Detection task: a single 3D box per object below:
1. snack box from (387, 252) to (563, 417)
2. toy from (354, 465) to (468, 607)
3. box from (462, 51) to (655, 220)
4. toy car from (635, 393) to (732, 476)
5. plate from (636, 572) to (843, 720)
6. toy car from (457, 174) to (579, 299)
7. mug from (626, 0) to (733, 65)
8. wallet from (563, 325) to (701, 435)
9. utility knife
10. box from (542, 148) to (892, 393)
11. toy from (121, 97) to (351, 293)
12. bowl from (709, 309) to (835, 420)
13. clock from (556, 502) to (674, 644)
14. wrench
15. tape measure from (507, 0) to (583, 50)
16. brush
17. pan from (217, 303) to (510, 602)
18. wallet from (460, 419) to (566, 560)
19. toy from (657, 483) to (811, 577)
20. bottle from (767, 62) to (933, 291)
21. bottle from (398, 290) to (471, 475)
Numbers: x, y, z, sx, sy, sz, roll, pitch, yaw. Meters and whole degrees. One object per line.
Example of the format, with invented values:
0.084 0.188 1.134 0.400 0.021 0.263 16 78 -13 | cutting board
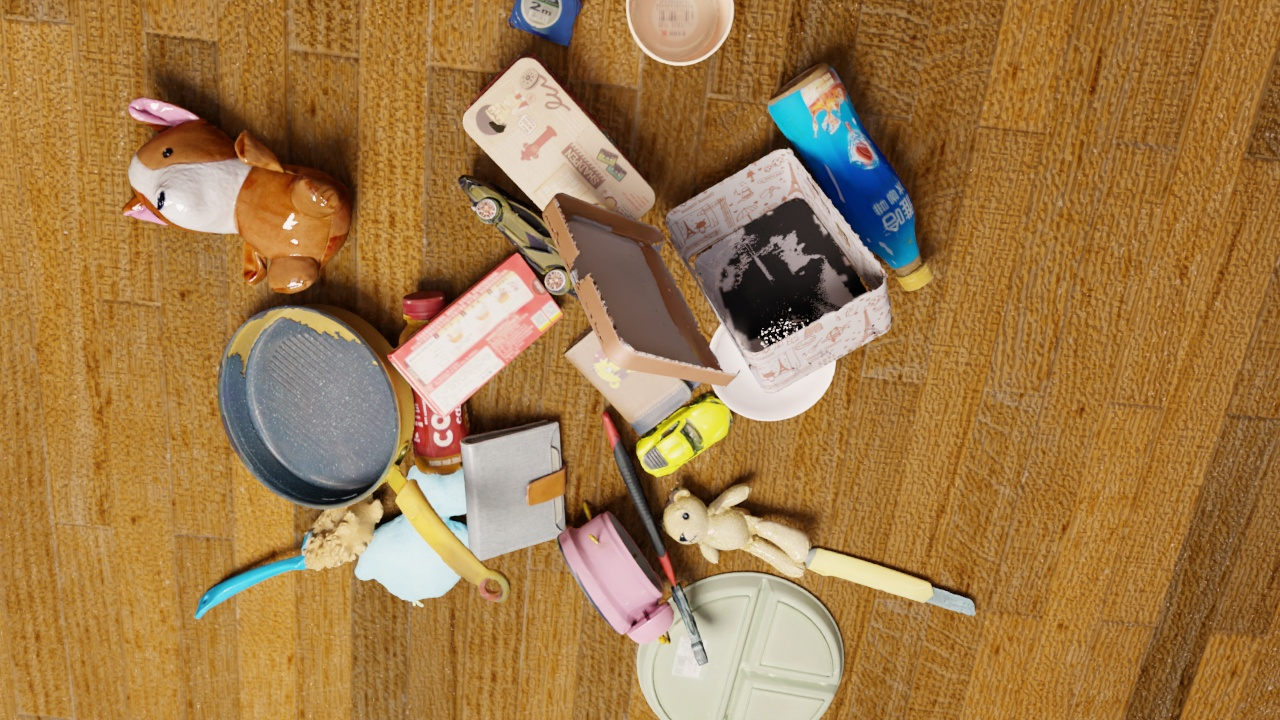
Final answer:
-0.150 -0.024 0.846 0.152 0.025 0.075 -43 108 -18 | snack box
-0.216 0.181 0.941 0.161 0.050 0.156 -6 98 -2 | toy
-0.073 -0.183 0.815 0.091 0.076 0.168 -41 110 11 | box
0.045 0.077 0.916 0.105 0.032 0.048 -35 105 9 | toy car
0.110 0.338 1.006 0.230 0.027 0.230 0 108 0 | plate
-0.101 -0.114 0.832 0.158 0.070 0.042 43 98 -14 | toy car
0.017 -0.295 0.754 0.114 0.105 0.082 32 105 -10 | mug
-0.005 0.005 0.894 0.090 0.033 0.115 -41 100 13 | wallet
0.265 0.237 0.976 0.205 0.021 0.031 20 110 1 | utility knife
0.063 -0.068 0.763 0.270 0.179 0.134 -12 144 -21 | box
-0.360 -0.140 0.803 0.199 0.130 0.140 27 112 1 | toy
0.120 -0.009 0.870 0.118 0.064 0.118 0 109 0 | bowl
-0.017 0.223 0.923 0.060 0.117 0.158 -34 104 -2 | clock
0.014 0.178 0.922 0.016 0.056 0.273 -21 93 -1 | wrench
-0.080 -0.304 0.793 0.058 0.025 0.054 18 106 -10 | tape measure
-0.367 0.207 0.942 0.255 0.083 0.046 -28 129 17 | brush
-0.249 0.093 0.845 0.357 0.078 0.198 36 112 6 | pan
-0.122 0.129 0.912 0.106 0.037 0.130 -11 113 -27 | wallet
0.096 0.177 0.931 0.157 0.066 0.105 19 124 1 | toy
0.196 -0.157 0.822 0.065 0.065 0.219 -33 106 10 | bottle
-0.198 0.022 0.883 0.057 0.057 0.175 -3 109 1 | bottle
